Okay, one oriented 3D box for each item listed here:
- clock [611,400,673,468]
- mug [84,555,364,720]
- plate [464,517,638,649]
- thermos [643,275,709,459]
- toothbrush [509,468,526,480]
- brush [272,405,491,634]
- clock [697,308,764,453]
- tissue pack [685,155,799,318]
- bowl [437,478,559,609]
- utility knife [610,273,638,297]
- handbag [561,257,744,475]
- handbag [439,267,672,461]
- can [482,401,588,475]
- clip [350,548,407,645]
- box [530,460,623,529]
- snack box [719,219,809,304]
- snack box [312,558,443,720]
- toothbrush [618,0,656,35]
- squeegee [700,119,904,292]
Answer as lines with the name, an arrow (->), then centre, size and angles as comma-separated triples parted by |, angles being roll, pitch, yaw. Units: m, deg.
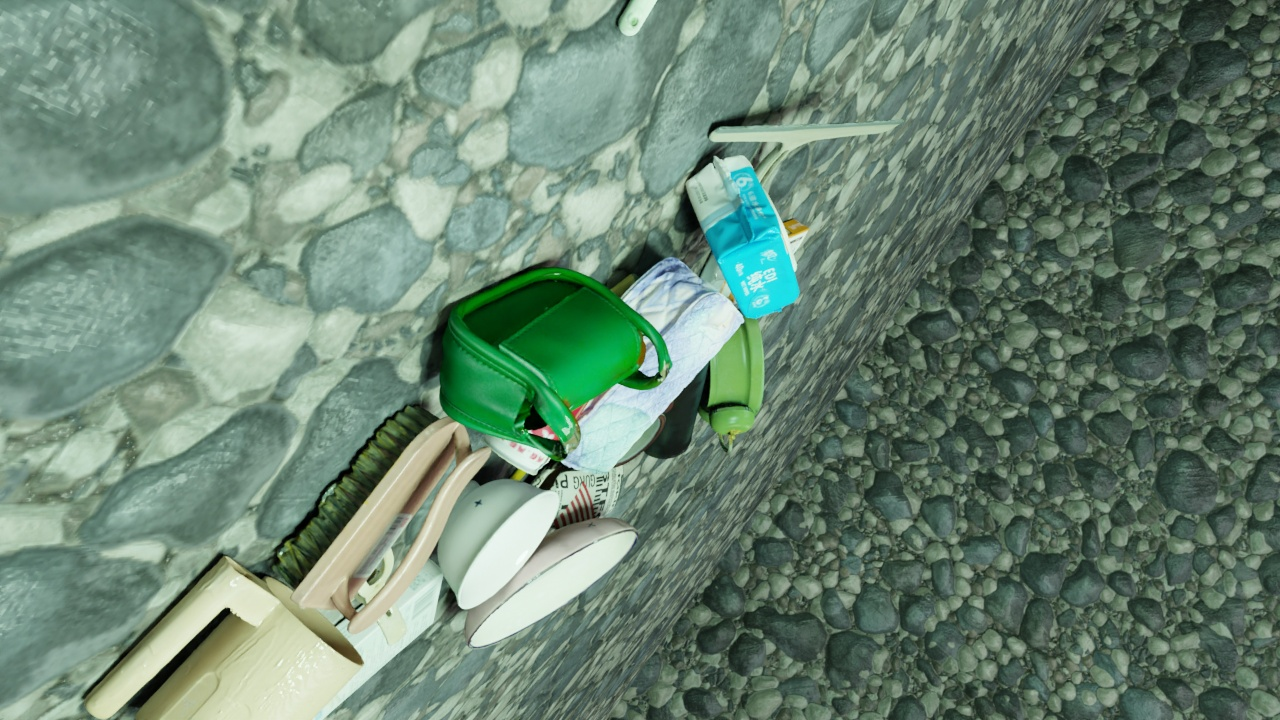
clock -> -0.012, 0.051, 0.888 | 0.122, 0.055, 0.082 | -47, 155, 11
mug -> -0.243, 0.186, 0.544 | 0.103, 0.084, 0.125 | -48, 138, -16
plate -> -0.091, 0.207, 0.886 | 0.192, 0.039, 0.193 | -32, 160, -13
thermos -> 0.039, 0.008, 0.963 | 0.243, 0.068, 0.089 | 99, 9, -55
toothbrush -> -0.099, 0.096, 0.837 | 0.190, 0.016, 0.016 | -51, 162, -11
brush -> -0.159, 0.098, 0.588 | 0.145, 0.073, 0.063 | -53, 162, -9
clock -> 0.093, 0.020, 0.990 | 0.116, 0.056, 0.161 | -126, -146, -80
tissue pack -> 0.091, -0.103, 0.782 | 0.063, 0.090, 0.140 | -23, 151, 8
bowl -> -0.129, 0.137, 0.754 | 0.118, 0.065, 0.118 | -46, 161, -21
utility knife -> -0.054, -0.024, 0.740 | 0.177, 0.019, 0.031 | -37, 150, -33
handbag -> -0.005, 0.004, 0.777 | 0.194, 0.075, 0.134 | -47, 157, 4
handbag -> -0.058, 0.002, 0.593 | 0.131, 0.120, 0.068 | -31, 146, -49
can -> -0.062, 0.018, 0.691 | 0.132, 0.053, 0.053 | -56, 163, -1
clip -> -0.199, 0.157, 0.661 | 0.034, 0.060, 0.097 | -41, 148, -39
box -> -0.072, 0.122, 0.934 | 0.163, 0.077, 0.075 | -3, 108, -66
snack box -> 0.142, -0.115, 1.057 | 0.153, 0.026, 0.075 | -28, 149, -55
snack box -> -0.227, 0.233, 0.744 | 0.156, 0.027, 0.085 | -37, 157, -44
toothbrush -> 0.041, -0.267, 0.513 | 0.190, 0.029, 0.020 | -56, -156, 12
squeegee -> 0.103, -0.140, 0.888 | 0.245, 0.039, 0.247 | -14, 147, -37
